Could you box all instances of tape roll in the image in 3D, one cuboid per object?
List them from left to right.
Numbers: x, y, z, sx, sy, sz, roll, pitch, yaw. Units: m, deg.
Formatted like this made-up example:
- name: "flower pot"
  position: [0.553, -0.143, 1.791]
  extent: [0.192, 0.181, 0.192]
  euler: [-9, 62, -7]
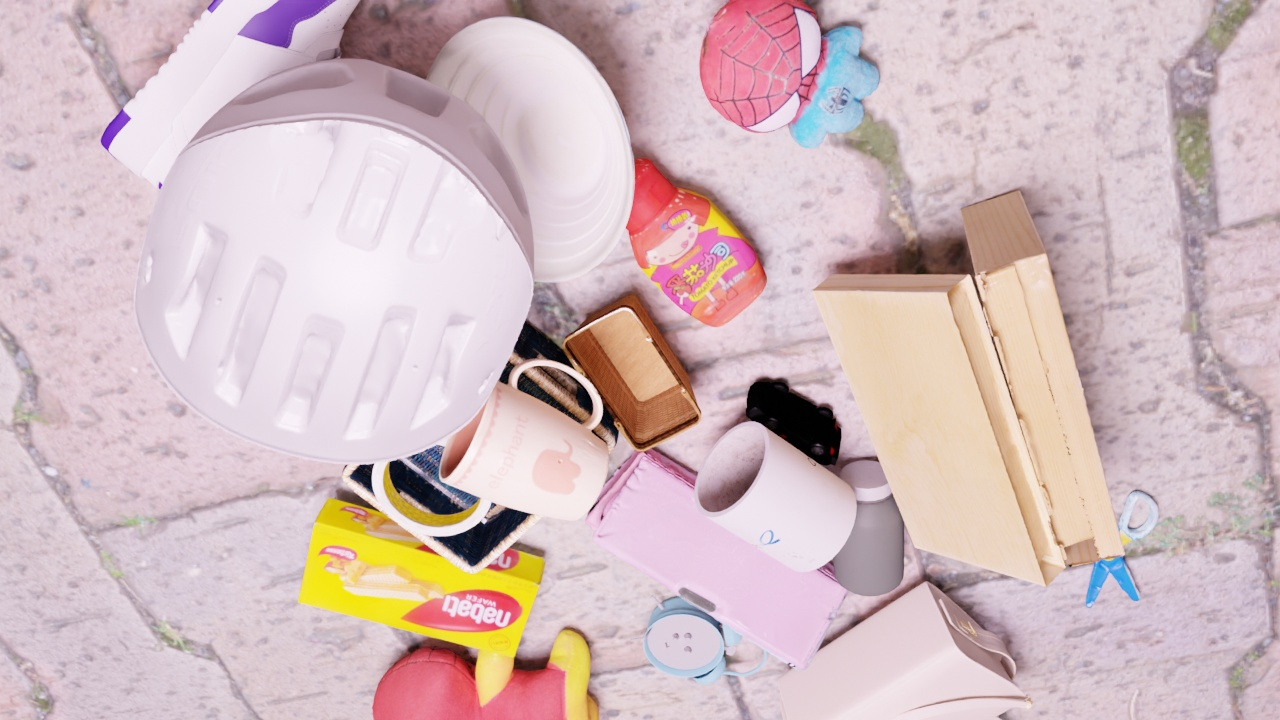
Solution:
- name: "tape roll"
  position: [-0.160, 0.093, 0.713]
  extent: [0.094, 0.019, 0.094]
  euler: [1, 116, 2]

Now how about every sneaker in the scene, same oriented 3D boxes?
- name: "sneaker"
  position: [-0.252, -0.182, 0.629]
  extent: [0.245, 0.091, 0.111]
  euler: [-34, 111, 22]

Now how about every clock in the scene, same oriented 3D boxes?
- name: "clock"
  position: [0.059, 0.263, 0.852]
  extent: [0.123, 0.041, 0.087]
  euler: [20, 115, -5]

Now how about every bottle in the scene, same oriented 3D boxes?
- name: "bottle"
  position: [0.030, -0.089, 0.678]
  extent: [0.072, 0.048, 0.134]
  euler: [-39, 107, 21]
- name: "bottle"
  position: [0.192, 0.142, 0.775]
  extent: [0.060, 0.060, 0.108]
  euler: [-5, 116, 6]

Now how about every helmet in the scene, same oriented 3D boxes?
- name: "helmet"
  position: [-0.188, -0.049, 0.590]
  extent: [0.224, 0.183, 0.283]
  euler: [18, 113, -12]

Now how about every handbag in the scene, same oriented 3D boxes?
- name: "handbag"
  position: [0.260, 0.319, 0.848]
  extent: [0.195, 0.101, 0.198]
  euler: [-41, 119, 20]

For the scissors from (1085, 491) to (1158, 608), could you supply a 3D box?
- name: "scissors"
  position: [0.417, 0.164, 0.801]
  extent: [0.109, 0.018, 0.131]
  euler: [-30, 110, 20]

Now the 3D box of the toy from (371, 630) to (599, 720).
- name: "toy"
  position: [-0.150, 0.330, 0.871]
  extent: [0.216, 0.098, 0.147]
  euler: [-7, 108, 1]

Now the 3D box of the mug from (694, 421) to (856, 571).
- name: "mug"
  position: [0.098, 0.107, 0.739]
  extent: [0.096, 0.120, 0.083]
  euler: [34, 76, -23]

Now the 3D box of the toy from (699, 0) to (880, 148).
- name: "toy"
  position: [0.100, -0.193, 0.619]
  extent: [0.133, 0.062, 0.092]
  euler: [16, 124, -17]

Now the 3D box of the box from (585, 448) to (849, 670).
- name: "box"
  position: [0.068, 0.174, 0.787]
  extent: [0.232, 0.080, 0.099]
  euler: [35, 114, -13]

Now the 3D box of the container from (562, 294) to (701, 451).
- name: "container"
  position: [-0.004, 0.004, 0.718]
  extent: [0.063, 0.061, 0.114]
  euler: [-28, 111, 16]

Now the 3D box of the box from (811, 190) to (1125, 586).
- name: "box"
  position: [0.256, 0.031, 0.669]
  extent: [0.179, 0.141, 0.248]
  euler: [-25, 111, 4]

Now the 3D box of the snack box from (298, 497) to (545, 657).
- name: "snack box"
  position: [-0.193, 0.194, 0.814]
  extent: [0.200, 0.042, 0.092]
  euler: [17, 115, -8]

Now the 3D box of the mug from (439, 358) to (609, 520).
- name: "mug"
  position: [-0.074, 0.055, 0.663]
  extent: [0.104, 0.085, 0.111]
  euler: [27, 85, -20]

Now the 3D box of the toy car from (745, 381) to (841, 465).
- name: "toy car"
  position: [0.122, 0.052, 0.747]
  extent: [0.091, 0.042, 0.036]
  euler: [29, 139, -10]

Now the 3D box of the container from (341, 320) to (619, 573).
- name: "container"
  position: [-0.127, 0.064, 0.749]
  extent: [0.145, 0.071, 0.188]
  euler: [41, 111, -15]

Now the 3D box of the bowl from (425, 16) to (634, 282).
- name: "bowl"
  position: [-0.067, -0.146, 0.633]
  extent: [0.177, 0.057, 0.177]
  euler: [15, 121, 27]
